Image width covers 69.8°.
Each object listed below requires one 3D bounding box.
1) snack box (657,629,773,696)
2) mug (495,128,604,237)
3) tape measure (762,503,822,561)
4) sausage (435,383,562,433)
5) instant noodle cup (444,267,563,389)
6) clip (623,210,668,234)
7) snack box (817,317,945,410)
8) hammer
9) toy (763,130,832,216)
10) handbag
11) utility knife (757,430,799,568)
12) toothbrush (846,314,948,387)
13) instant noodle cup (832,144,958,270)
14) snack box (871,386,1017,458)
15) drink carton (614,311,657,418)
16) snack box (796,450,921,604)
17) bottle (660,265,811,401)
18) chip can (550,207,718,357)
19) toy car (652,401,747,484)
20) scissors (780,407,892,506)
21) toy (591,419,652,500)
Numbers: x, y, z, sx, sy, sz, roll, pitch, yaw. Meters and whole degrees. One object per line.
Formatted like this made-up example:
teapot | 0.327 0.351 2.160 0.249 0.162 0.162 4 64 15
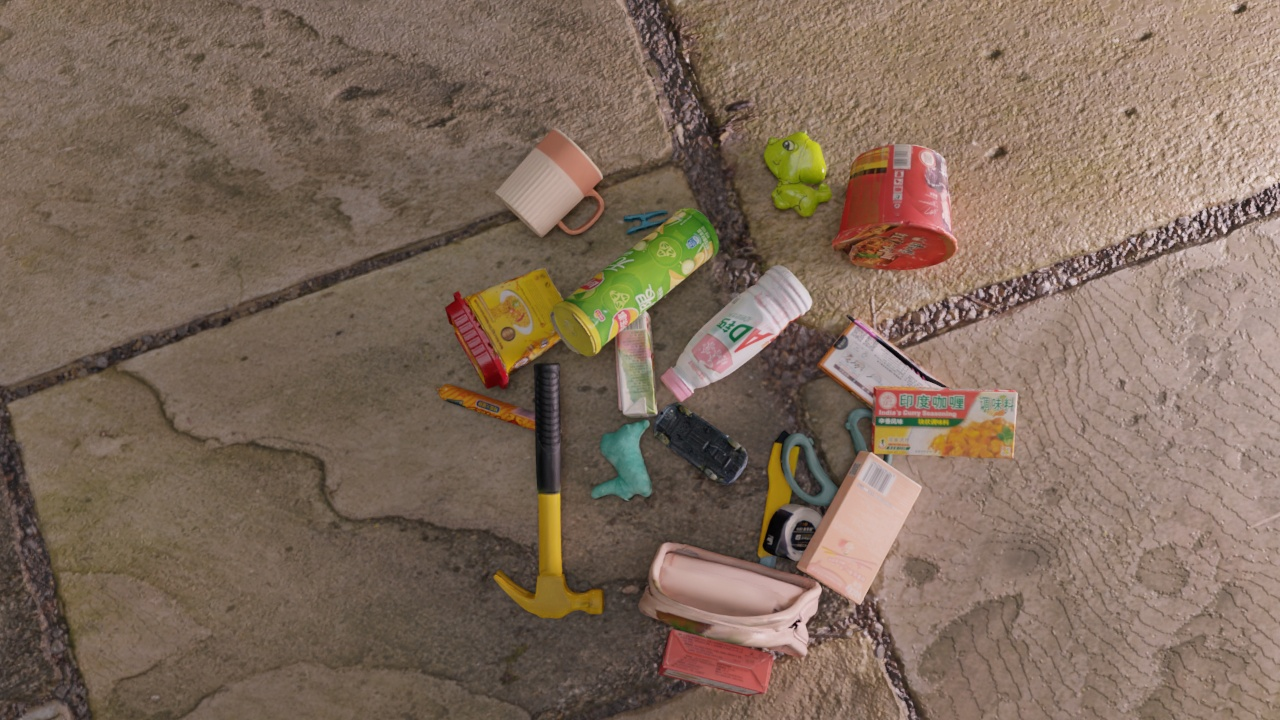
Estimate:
snack box | 0.081 0.339 1.026 0.113 0.127 0.044 13 69 3
mug | -0.101 -0.204 1.117 0.106 0.081 0.114 -46 113 -1
tape measure | 0.182 0.201 1.066 0.065 0.034 0.066 23 84 -25
sausage | -0.171 0.060 1.113 0.165 0.021 0.021 18 85 5
instant noodle cup | -0.151 -0.042 1.084 0.123 0.116 0.116 -29 83 -12
clip | 0.007 -0.173 1.135 0.057 0.014 0.047 -11 81 0
snack box | 0.294 0.025 1.095 0.154 0.026 0.075 39 86 5
hammer | -0.109 0.153 1.081 0.129 0.033 0.300 -1 90 3
toy | 0.194 -0.230 1.125 0.097 0.031 0.100 19 89 5
handbag | 0.086 0.260 0.966 0.193 0.234 0.093 11 84 14
utility knife | 0.156 0.190 1.088 0.033 0.015 0.216 11 85 7
toothbrush | 0.315 0.007 1.075 0.189 0.014 0.018 38 95 5
instant noodle cup | 0.300 -0.179 1.067 0.138 0.138 0.108 7 75 3
snack box | 0.347 0.070 1.053 0.156 0.027 0.077 1 97 8
drink carton | -0.006 0.006 1.096 0.045 0.053 0.122 -4 83 3
snack box | 0.253 0.192 1.057 0.084 0.026 0.157 34 81 -15
bottle | 0.109 -0.029 1.090 0.197 0.068 0.068 -40 84 1
chip can | -0.001 -0.095 1.062 0.072 0.073 0.220 46 65 6
toy car | 0.071 0.099 1.092 0.120 0.037 0.054 35 87 16
scissors | 0.229 0.145 1.082 0.171 0.019 0.177 0 89 -8
toy | -0.021 0.127 1.096 0.096 0.030 0.092 -22 81 6
